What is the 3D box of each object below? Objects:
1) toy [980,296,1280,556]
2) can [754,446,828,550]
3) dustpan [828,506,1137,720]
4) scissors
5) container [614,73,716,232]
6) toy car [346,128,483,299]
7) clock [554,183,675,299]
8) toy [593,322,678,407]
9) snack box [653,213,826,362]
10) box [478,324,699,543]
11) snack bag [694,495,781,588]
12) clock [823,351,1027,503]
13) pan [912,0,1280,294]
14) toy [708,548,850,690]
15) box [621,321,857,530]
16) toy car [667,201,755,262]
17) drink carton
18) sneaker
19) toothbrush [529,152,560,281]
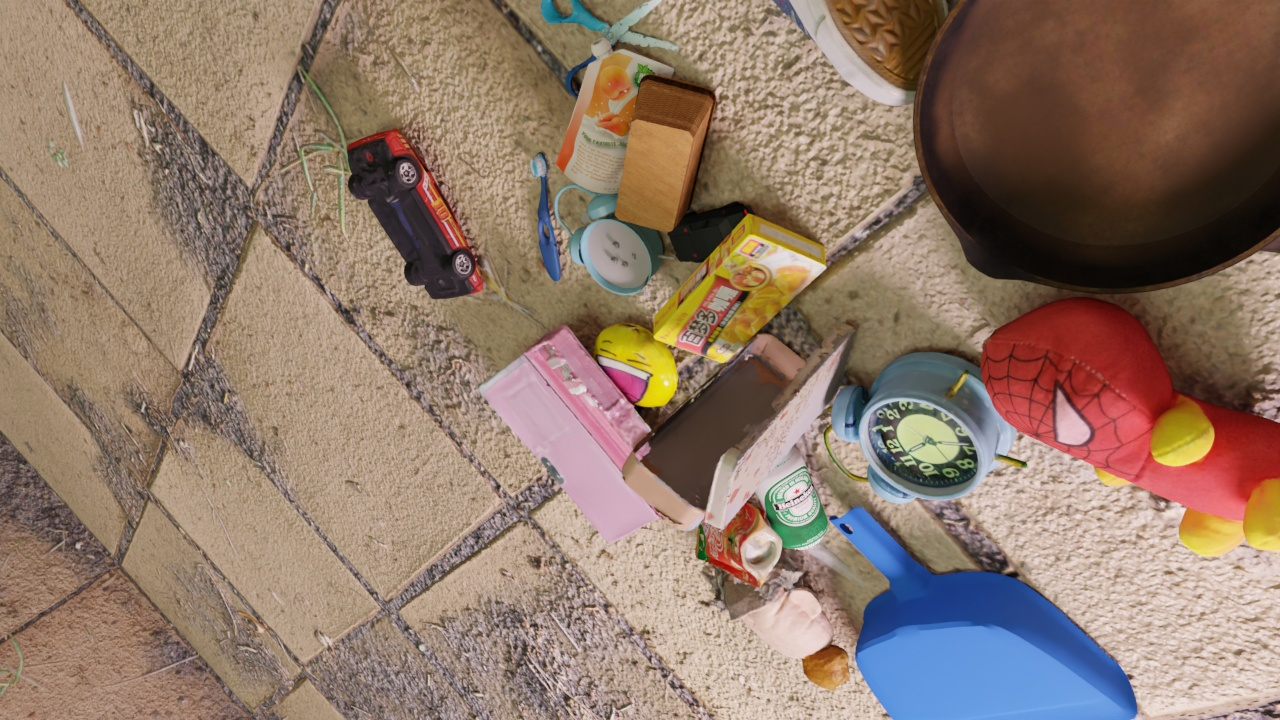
[{"bbox_3d":[0.330,0.040,0.613,0.216,0.098,0.148,38,165,12],"label":"toy"},{"bbox_3d":[0.137,0.126,0.855,0.053,0.053,0.101,-9,113,41],"label":"can"},{"bbox_3d":[0.260,0.238,0.835,0.257,0.059,0.246,45,137,-11],"label":"dustpan"},{"bbox_3d":[-0.023,-0.255,0.748,0.132,0.015,0.110,17,126,21],"label":"scissors"},{"bbox_3d":[0.016,-0.159,0.732,0.063,0.061,0.114,15,130,3],"label":"container"},{"bbox_3d":[-0.231,-0.146,0.949,0.082,0.056,0.189,-3,124,40],"label":"toy car"},{"bbox_3d":[-0.031,-0.110,0.829,0.123,0.041,0.088,41,135,5],"label":"clock"},{"bbox_3d":[-0.005,0.005,0.890,0.095,0.041,0.094,21,134,30],"label":"toy"},{"bbox_3d":[0.079,-0.056,0.767,0.075,0.025,0.153,19,141,-22],"label":"snack box"},{"bbox_3d":[-0.047,0.078,0.948,0.233,0.059,0.180,52,142,-8],"label":"box"},{"bbox_3d":[0.081,0.165,0.903,0.155,0.044,0.087,-165,76,-67],"label":"snack bag"},{"bbox_3d":[0.221,0.059,0.741,0.118,0.059,0.162,53,140,-8],"label":"clock"},{"bbox_3d":[0.336,-0.113,0.540,0.356,0.043,0.249,34,133,4],"label":"pan"},{"bbox_3d":[0.147,0.252,0.919,0.176,0.076,0.133,50,153,5],"label":"toy"},{"bbox_3d":[0.079,0.041,0.725,0.107,0.215,0.095,18,127,30],"label":"box"},{"bbox_3d":[0.059,-0.103,0.768,0.092,0.036,0.042,-6,115,40],"label":"toy car"},{"bbox_3d":[-0.023,-0.202,0.763,0.069,0.038,0.122,19,131,-8],"label":"drink carton"},{"bbox_3d":[0.111,-0.264,0.605,0.235,0.087,0.079,48,171,-5],"label":"sneaker"},{"bbox_3d":[-0.090,-0.134,0.877,0.021,0.016,0.132,17,127,31],"label":"toothbrush"}]
